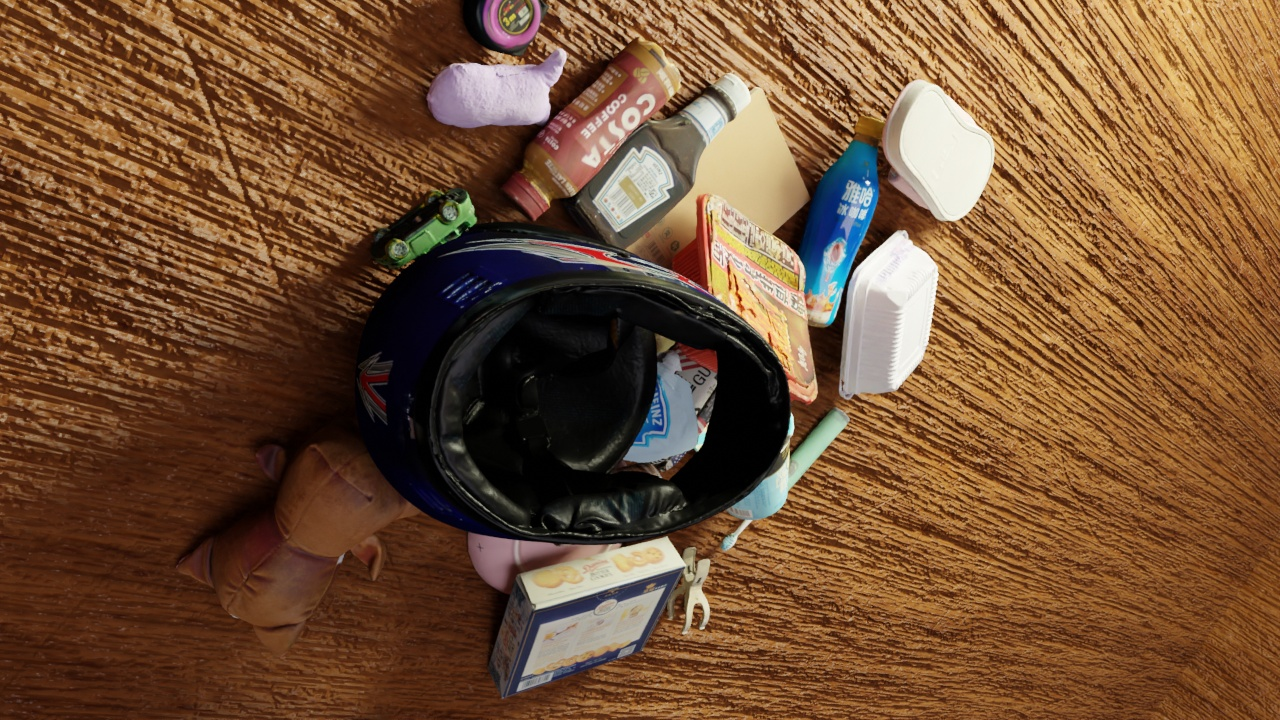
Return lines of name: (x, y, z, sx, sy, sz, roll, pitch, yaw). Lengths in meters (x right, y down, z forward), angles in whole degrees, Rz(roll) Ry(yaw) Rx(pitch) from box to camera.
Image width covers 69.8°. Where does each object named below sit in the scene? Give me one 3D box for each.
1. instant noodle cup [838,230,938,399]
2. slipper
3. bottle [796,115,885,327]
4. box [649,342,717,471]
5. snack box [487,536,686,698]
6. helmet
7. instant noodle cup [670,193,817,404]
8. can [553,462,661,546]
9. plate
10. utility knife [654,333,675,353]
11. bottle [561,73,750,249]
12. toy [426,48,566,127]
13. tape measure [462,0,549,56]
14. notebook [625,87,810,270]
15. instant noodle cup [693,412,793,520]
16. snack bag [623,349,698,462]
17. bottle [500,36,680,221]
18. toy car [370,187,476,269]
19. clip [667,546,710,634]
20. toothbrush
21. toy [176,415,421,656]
instant noodle cup: (0.284, -0.044, 1.035, 0.137, 0.060, 0.174, -39, 137, -39)
slipper: (0.312, -0.223, 0.981, 0.274, 0.054, 0.114, 11, 107, -54)
bottle: (0.205, -0.145, 0.959, 0.065, 0.065, 0.219, 4, 112, -35)
box: (0.055, 0.043, 0.969, 0.163, 0.076, 0.087, -57, 150, 1)
snack box: (-0.060, 0.277, 0.987, 0.177, 0.045, 0.183, -8, 137, -30)
helmet: (-0.068, 0.018, 0.742, 0.315, 0.240, 0.247, 5, 99, -24)
instant noodle cup: (0.096, -0.048, 0.881, 0.079, 0.188, 0.164, -27, 141, 35)
can: (-0.036, 0.140, 0.903, 0.116, 0.058, 0.059, -13, 121, -28)
plate: (-0.083, 0.172, 0.954, 0.192, 0.039, 0.193, -15, 121, -27)
utility knife: (-0.006, 0.005, 0.928, 0.198, 0.021, 0.031, -36, 130, -3)
bottle: (0.020, -0.183, 0.828, 0.194, 0.044, 0.080, -44, 117, -8)
toy: (-0.114, -0.210, 0.720, 0.107, 0.039, 0.084, -8, 154, -24)
tape measure: (-0.107, -0.266, 0.704, 0.057, 0.039, 0.057, 23, 100, -44)
notebook: (0.070, -0.147, 0.905, 0.207, 0.008, 0.148, -43, 130, -7)
instant noodle cup: (0.120, 0.112, 1.023, 0.111, 0.111, 0.120, -32, 136, -16)
snack bag: (-0.038, 0.055, 0.892, 0.190, 0.039, 0.110, -12, 93, -14)
bottle: (-0.044, -0.192, 0.773, 0.175, 0.057, 0.057, -46, 130, -4)
toy car: (-0.175, -0.105, 0.741, 0.091, 0.043, 0.036, -35, 129, -13)
clip: (0.054, 0.275, 1.117, 0.034, 0.082, 0.104, -7, 98, -30)
toothbrush: (0.174, 0.147, 1.121, 0.224, 0.026, 0.027, -48, 152, -2)
toy: (-0.280, 0.142, 0.769, 0.199, 0.140, 0.130, -50, 172, 1)
